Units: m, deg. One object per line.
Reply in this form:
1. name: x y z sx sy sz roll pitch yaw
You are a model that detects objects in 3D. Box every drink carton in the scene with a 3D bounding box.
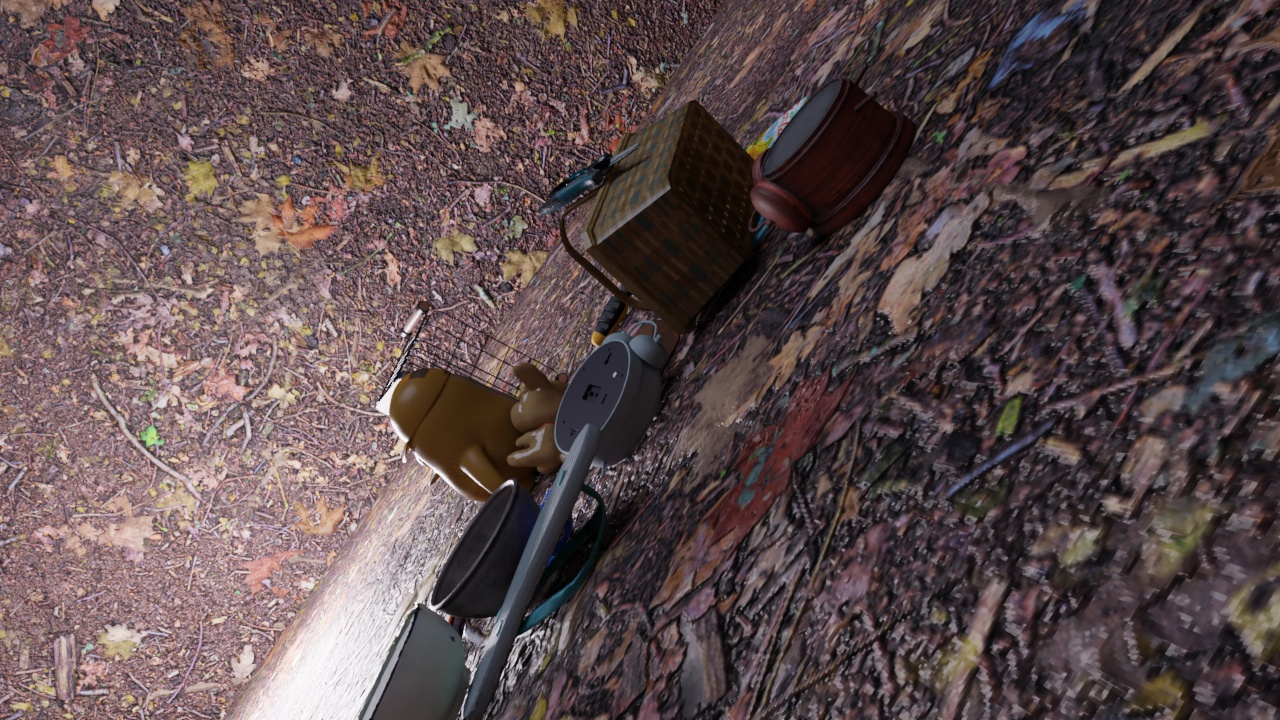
1. drink carton: 0.155 -0.240 1.013 0.129 0.038 0.044 -33 25 59

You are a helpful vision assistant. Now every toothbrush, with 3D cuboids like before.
1. toothbrush: -0.015 -0.105 1.281 0.196 0.031 0.031 -61 -29 -8

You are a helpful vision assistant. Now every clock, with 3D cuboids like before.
1. clock: 0.149 -0.162 0.765 0.158 0.072 0.120 -46 15 29
2. clock: -0.026 0.031 0.897 0.123 0.045 0.159 9 70 63

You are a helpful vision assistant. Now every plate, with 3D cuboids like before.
1. plate: -0.006 0.005 0.995 0.131 0.025 0.131 -51 13 17

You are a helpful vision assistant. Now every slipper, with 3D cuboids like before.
1. slipper: -0.079 0.183 0.786 0.269 0.054 0.098 -66 10 1

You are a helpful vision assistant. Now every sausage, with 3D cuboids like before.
1. sausage: -0.200 0.279 1.015 0.020 0.020 0.155 -52 13 11

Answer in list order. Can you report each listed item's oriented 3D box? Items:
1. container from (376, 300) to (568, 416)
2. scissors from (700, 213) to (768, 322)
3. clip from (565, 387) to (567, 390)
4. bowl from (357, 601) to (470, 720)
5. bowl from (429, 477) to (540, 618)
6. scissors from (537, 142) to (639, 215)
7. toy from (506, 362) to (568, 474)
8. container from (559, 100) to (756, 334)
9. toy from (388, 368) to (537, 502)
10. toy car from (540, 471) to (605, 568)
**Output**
1. container: -0.249 0.039 1.335 0.163 0.241 0.130 -35 31 56
2. scissors: 0.097 -0.095 0.926 0.138 0.015 0.063 -63 16 -9
3. clip: -0.060 0.053 1.051 0.039 0.053 0.047 -51 44 11
4. bowl: -0.201 0.301 0.817 0.154 0.073 0.153 -59 11 18
5. bowl: -0.136 0.193 0.891 0.145 0.067 0.144 -51 13 17
6. scissors: -0.056 -0.196 0.969 0.129 0.019 0.137 -45 24 0
7. toy: -0.110 0.073 1.071 0.106 0.134 0.108 -14 66 38
8. container: 0.016 -0.140 0.974 0.187 0.157 0.249 -36 24 33
9. toy: -0.223 0.095 1.148 0.163 0.203 0.198 -52 13 11
10. toy car: -0.060 0.149 0.862 0.033 0.061 0.092 144 127 -58
